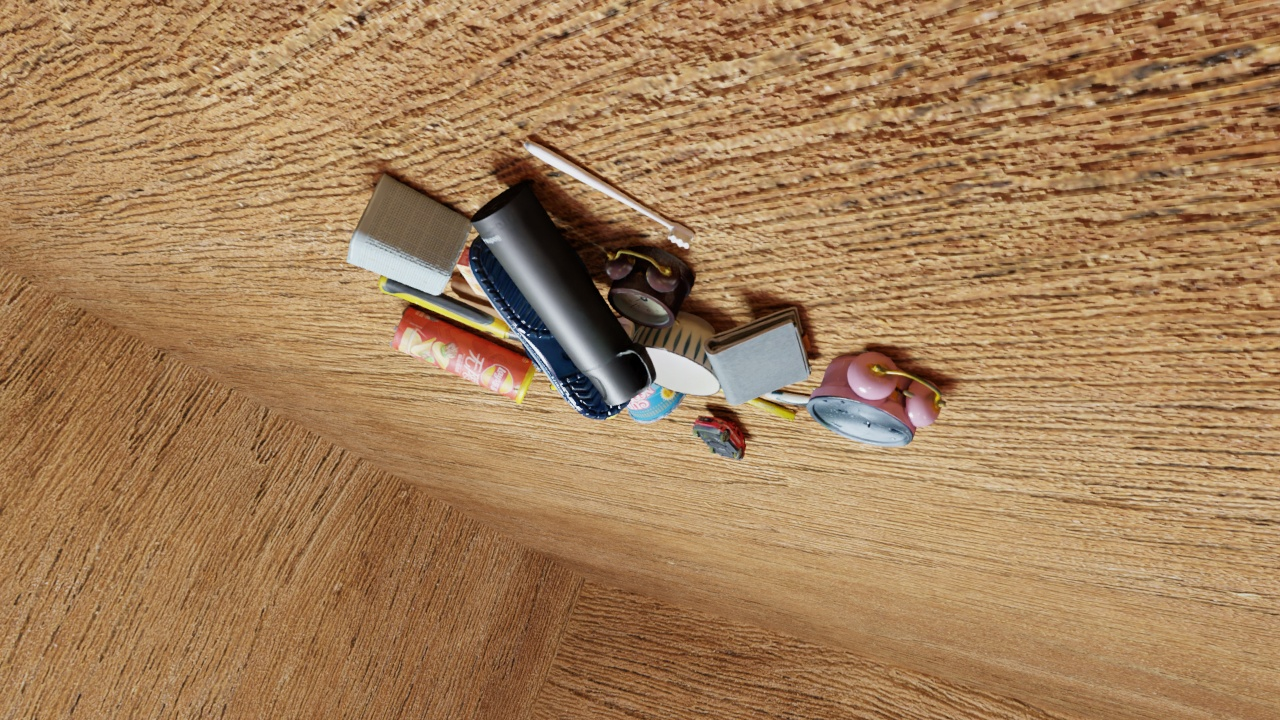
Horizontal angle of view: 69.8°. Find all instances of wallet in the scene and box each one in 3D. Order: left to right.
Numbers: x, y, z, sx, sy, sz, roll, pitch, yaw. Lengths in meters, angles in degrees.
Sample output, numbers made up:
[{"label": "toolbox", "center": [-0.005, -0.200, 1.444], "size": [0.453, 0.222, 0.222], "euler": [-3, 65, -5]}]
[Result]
[{"label": "wallet", "center": [-0.187, -0.071, 1.221], "size": [0.101, 0.020, 0.115], "euler": [14, 162, 18]}, {"label": "wallet", "center": [0.129, -0.005, 0.978], "size": [0.106, 0.037, 0.130], "euler": [-21, 149, 6]}]

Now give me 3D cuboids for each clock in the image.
[{"label": "clock", "center": [0.007, -0.080, 0.937], "size": [0.082, 0.055, 0.122], "euler": [16, 158, 18]}, {"label": "clock", "center": [0.252, 0.039, 0.980], "size": [0.117, 0.059, 0.159], "euler": [28, 161, -13]}]

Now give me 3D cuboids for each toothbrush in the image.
[{"label": "toothbrush", "center": [-0.028, -0.152, 0.845], "size": [0.180, 0.016, 0.016], "euler": [28, 157, -15]}, {"label": "toothbrush", "center": [0.111, 0.043, 1.199], "size": [0.190, 0.016, 0.016], "euler": [20, 161, 6]}, {"label": "toothbrush", "center": [0.234, 0.056, 1.100], "size": [0.192, 0.018, 0.016], "euler": [7, 156, 35]}]

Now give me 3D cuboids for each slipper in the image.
[{"label": "slipper", "center": [-0.092, -0.048, 1.020], "size": [0.253, 0.105, 0.095], "euler": [56, 171, -19]}]

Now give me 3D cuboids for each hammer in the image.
[{"label": "hammer", "center": [-0.188, -0.047, 1.189], "size": [0.323, 0.031, 0.126], "euler": [23, 153, 4]}]

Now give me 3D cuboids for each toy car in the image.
[{"label": "toy car", "center": [0.115, 0.107, 1.316], "size": [0.053, 0.045, 0.120], "euler": [9, 161, 28]}]

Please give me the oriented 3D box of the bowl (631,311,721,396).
[{"label": "bowl", "center": [0.047, -0.014, 1.049], "size": [0.116, 0.066, 0.117], "euler": [19, 160, 7]}]

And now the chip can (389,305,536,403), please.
[{"label": "chip can", "center": [-0.265, -0.009, 1.386], "size": [0.216, 0.073, 0.073], "euler": [23, 160, -2]}]

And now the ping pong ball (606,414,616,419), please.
[{"label": "ping pong ball", "center": [-0.051, 0.070, 1.403], "size": [0.040, 0.040, 0.040], "euler": [20, 160, 7]}]

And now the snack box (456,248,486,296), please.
[{"label": "snack box", "center": [-0.141, -0.090, 1.111], "size": [0.153, 0.025, 0.075], "euler": [16, 159, 17]}]

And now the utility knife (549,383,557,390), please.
[{"label": "utility knife", "center": [-0.072, 0.021, 1.304], "size": [0.033, 0.015, 0.177], "euler": [-11, 175, -45]}]

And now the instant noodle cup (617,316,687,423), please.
[{"label": "instant noodle cup", "center": [-0.007, 0.007, 1.133], "size": [0.099, 0.099, 0.110], "euler": [0, 143, 47]}]

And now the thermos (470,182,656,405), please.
[{"label": "thermos", "center": [-0.067, -0.065, 0.928], "size": [0.090, 0.068, 0.242], "euler": [-11, 123, 45]}]

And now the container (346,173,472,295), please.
[{"label": "container", "center": [-0.258, -0.136, 1.031], "size": [0.111, 0.090, 0.090], "euler": [25, 161, -15]}]
